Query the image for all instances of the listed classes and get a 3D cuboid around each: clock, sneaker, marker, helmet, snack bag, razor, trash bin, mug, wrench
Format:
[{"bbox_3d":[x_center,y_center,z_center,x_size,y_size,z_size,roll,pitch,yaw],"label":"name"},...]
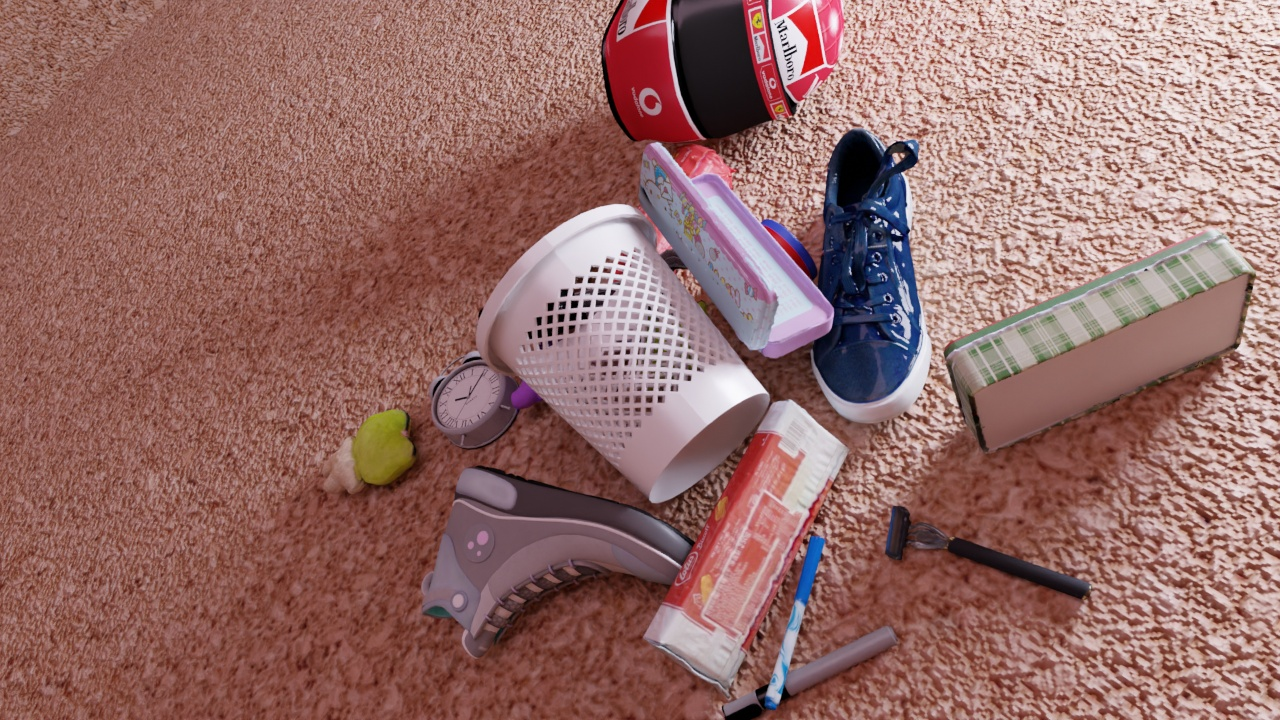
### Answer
[{"bbox_3d":[-0.181,0.038,0.982,0.094,0.035,0.122,-38,49,-1],"label":"clock"},{"bbox_3d":[0.198,-0.091,0.806,0.121,0.127,0.293,-9,56,25],"label":"sneaker"},{"bbox_3d":[0.125,0.234,0.681,0.140,0.016,0.016,-29,48,8],"label":"marker"},{"bbox_3d":[0.104,-0.353,0.989,0.225,0.198,0.270,-4,40,22],"label":"helmet"},{"bbox_3d":[-0.078,0.190,0.788,0.257,0.093,0.160,12,72,33],"label":"sneaker"},{"bbox_3d":[0.034,-0.152,0.971,0.082,0.082,0.176,17,67,37],"label":"snack bag"},{"bbox_3d":[0.253,0.145,0.674,0.144,0.022,0.043,15,108,31],"label":"razor"},{"bbox_3d":[-0.005,0.005,0.798,0.195,0.195,0.199,-41,70,-3],"label":"trash bin"},{"bbox_3d":[0.110,-0.087,0.893,0.076,0.075,0.112,-42,22,-4],"label":"mug"},{"bbox_3d":[0.118,0.197,0.700,0.013,0.013,0.141,3,51,30],"label":"marker"},{"bbox_3d":[-0.109,-0.047,0.911,0.091,0.120,0.042,-23,84,38],"label":"clock"},{"bbox_3d":[-0.058,-0.059,0.960,0.274,0.010,0.070,-10,75,37],"label":"wrench"},{"bbox_3d":[0.088,0.144,0.728,0.224,0.077,0.041,-58,21,-17],"label":"snack bag"}]

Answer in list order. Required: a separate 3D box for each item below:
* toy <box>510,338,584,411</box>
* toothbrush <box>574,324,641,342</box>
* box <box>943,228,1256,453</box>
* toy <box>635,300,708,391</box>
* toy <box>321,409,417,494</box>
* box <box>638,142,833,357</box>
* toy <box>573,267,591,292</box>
[{"bbox_3d":[-0.093,0.005,0.942,0.088,0.056,0.105,-14,32,9],"label":"toy"},{"bbox_3d":[-0.069,-0.041,0.990,0.187,0.016,0.015,18,68,35],"label":"toothbrush"},{"bbox_3d":[0.333,-0.009,0.676,0.206,0.117,0.050,-26,53,13],"label":"box"},{"bbox_3d":[0.029,-0.017,0.905,0.094,0.036,0.093,-26,53,19],"label":"toy"},{"bbox_3d":[-0.295,0.105,0.993,0.118,0.043,0.092,-31,50,10],"label":"toy"},{"bbox_3d":[0.077,-0.108,0.791,0.089,0.093,0.214,-25,55,-12],"label":"box"},{"bbox_3d":[-0.074,-0.107,1.025,0.055,0.041,0.101,12,71,60],"label":"toy"}]
